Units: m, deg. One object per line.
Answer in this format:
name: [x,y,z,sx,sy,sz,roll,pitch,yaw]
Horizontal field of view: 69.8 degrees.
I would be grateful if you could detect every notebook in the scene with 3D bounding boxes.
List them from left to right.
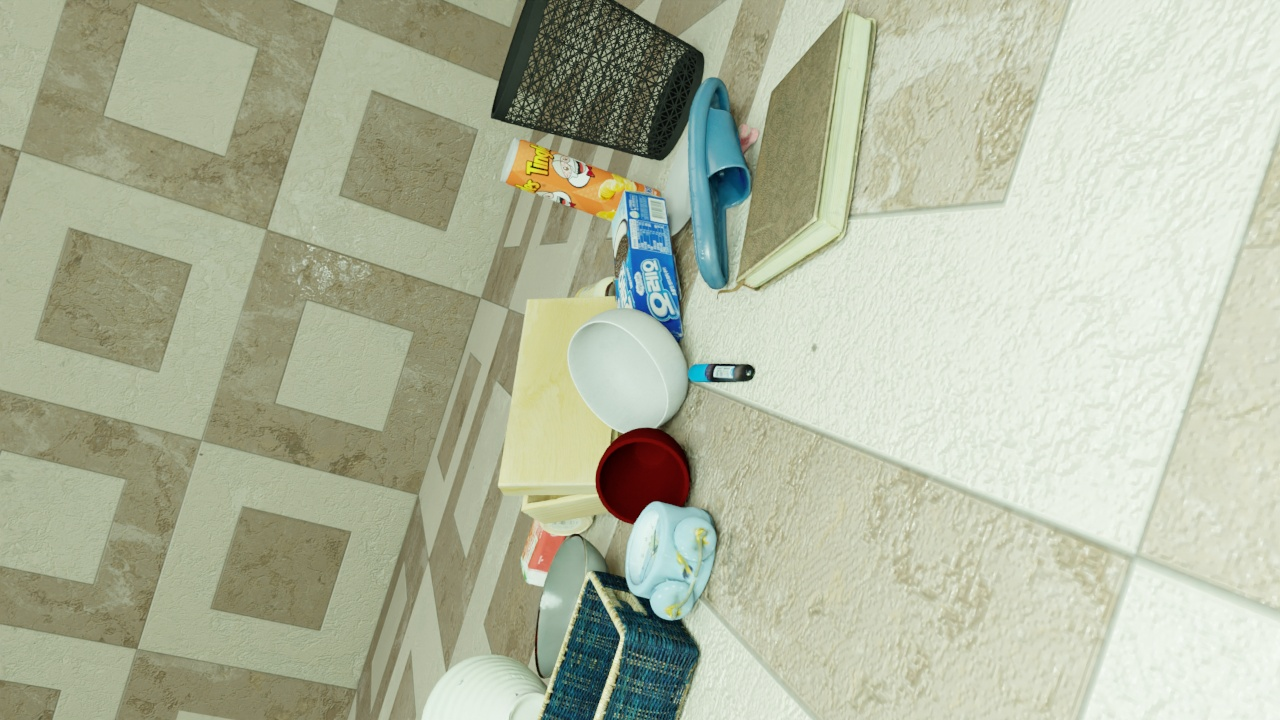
notebook: [0.133,-0.171,0.816,0.191,0.034,0.215,145,140,-64]

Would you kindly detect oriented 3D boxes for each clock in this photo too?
clock: [0.028,0.168,0.782,0.124,0.051,0.089,-158,87,-72]

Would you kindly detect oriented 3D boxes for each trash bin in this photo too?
trash bin: [-0.057,-0.398,1.276,0.217,0.243,0.217,-163,91,-73]

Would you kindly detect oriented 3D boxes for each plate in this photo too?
plate: [0.069,-0.228,1.099,0.173,0.019,0.173,-163,91,-73]

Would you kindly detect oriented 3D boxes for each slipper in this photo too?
slipper: [0.083,-0.176,0.918,0.103,0.059,0.213,31,-121,-72]

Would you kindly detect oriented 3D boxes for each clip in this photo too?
clip: [0.100,-0.236,0.983,0.059,0.038,0.022,-31,41,60]

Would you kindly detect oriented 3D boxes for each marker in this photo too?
marker: [0.075,0.012,0.854,0.123,0.015,0.018,178,105,-69]

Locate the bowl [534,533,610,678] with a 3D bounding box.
bowl: [-0.062,0.262,0.963,0.151,0.056,0.150,-163,91,-73]

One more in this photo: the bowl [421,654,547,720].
bowl: [-0.121,0.367,0.890,0.071,0.177,0.177,-32,39,36]

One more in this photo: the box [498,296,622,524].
box: [-0.075,0.045,1.051,0.141,0.122,0.248,-17,52,31]

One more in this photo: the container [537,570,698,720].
container: [-0.027,0.297,0.792,0.145,0.071,0.187,-148,76,-73]

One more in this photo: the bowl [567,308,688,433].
bowl: [-0.006,0.006,0.953,0.064,0.132,0.132,-35,-12,-42]

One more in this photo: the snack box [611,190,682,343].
snack box: [0.005,-0.101,1.068,0.060,0.059,0.226,117,154,-47]

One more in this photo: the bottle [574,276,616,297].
bottle: [-0.046,-0.083,1.256,0.162,0.056,0.056,174,112,-72]

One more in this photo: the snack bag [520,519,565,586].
snack bag: [-0.125,0.235,1.227,0.077,0.036,0.116,-136,65,-72]

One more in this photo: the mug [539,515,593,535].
mug: [-0.091,0.165,1.135,0.112,0.085,0.104,84,-179,-50]

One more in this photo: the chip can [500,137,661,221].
chip can: [-0.080,-0.237,1.249,0.062,0.210,0.062,-163,91,-73]

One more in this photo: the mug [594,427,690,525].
mug: [0.008,0.114,0.882,0.088,0.087,0.114,-67,-32,-74]
